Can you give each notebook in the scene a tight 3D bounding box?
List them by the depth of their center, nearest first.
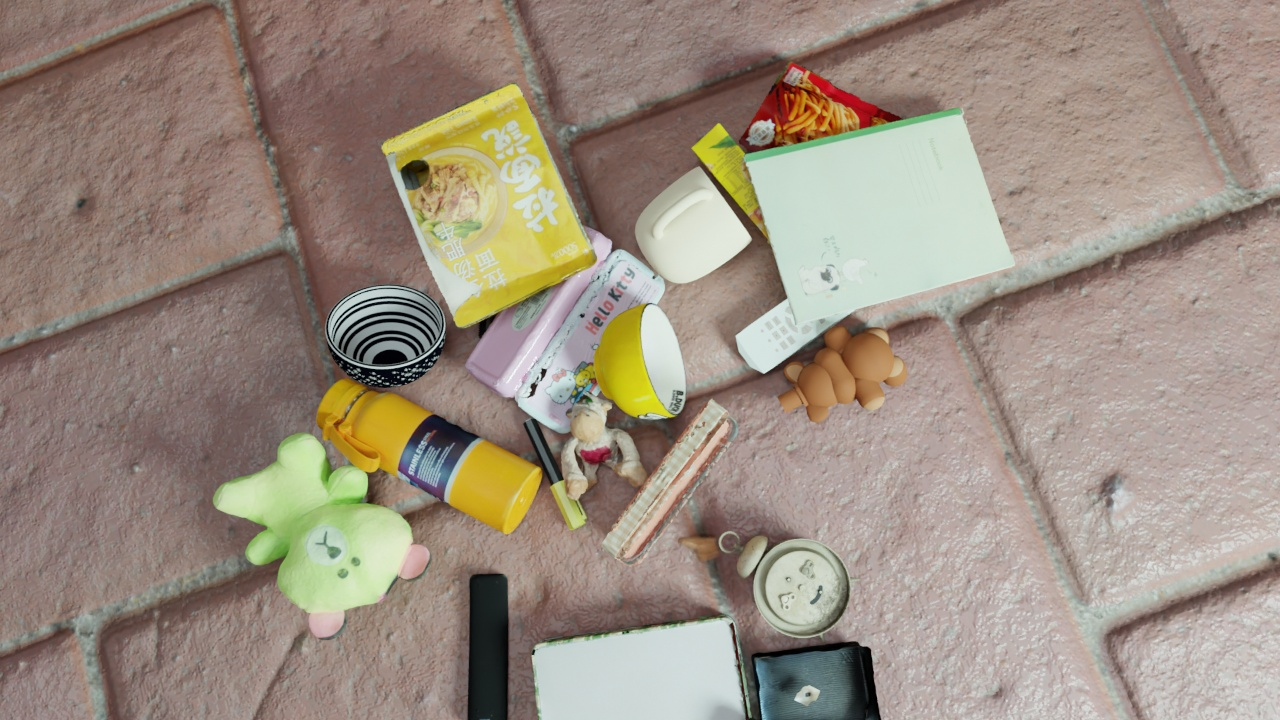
[{"bbox_3d":[0.245,-0.152,0.938,0.252,0.010,0.182,-15,83,-13],"label":"notebook"}]

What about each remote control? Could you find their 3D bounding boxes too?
[{"bbox_3d":[-0.155,0.294,0.931,0.041,0.020,0.151,-2,78,4],"label":"remote control"},{"bbox_3d":[0.167,-0.042,0.958,0.143,0.024,0.049,-35,79,0],"label":"remote control"}]

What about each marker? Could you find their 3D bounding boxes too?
[{"bbox_3d":[-0.090,0.117,0.958,0.021,0.017,0.123,-26,77,0],"label":"marker"}]

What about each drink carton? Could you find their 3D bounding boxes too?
[{"bbox_3d":[0.114,-0.181,0.969,0.043,0.058,0.134,-41,79,12],"label":"drink carton"}]

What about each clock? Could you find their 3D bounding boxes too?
[{"bbox_3d":[0.139,0.210,0.901,0.141,0.054,0.093,31,86,3],"label":"clock"}]

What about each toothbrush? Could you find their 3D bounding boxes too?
[{"bbox_3d":[-0.164,-0.104,1.008,0.013,0.013,0.167,1,80,14],"label":"toothbrush"}]

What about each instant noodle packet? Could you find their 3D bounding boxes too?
[{"bbox_3d":[-0.155,-0.159,0.963,0.163,0.084,0.221,-25,69,1],"label":"instant noodle packet"}]

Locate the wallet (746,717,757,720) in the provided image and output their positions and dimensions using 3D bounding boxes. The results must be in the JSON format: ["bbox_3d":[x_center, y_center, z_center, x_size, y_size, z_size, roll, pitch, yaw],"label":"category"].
[{"bbox_3d":[0.085,0.392,0.860,0.072,0.019,0.123,39,104,-18],"label":"wallet"}]

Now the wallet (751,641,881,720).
[{"bbox_3d":[0.170,0.323,0.889,0.115,0.026,0.089,-7,84,4],"label":"wallet"}]

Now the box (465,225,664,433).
[{"bbox_3d":[-0.080,-0.040,0.958,0.146,0.077,0.201,32,83,10],"label":"box"}]

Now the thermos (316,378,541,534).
[{"bbox_3d":[-0.221,0.093,0.937,0.233,0.091,0.076,26,93,9],"label":"thermos"}]

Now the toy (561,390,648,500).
[{"bbox_3d":[-0.041,0.081,0.929,0.085,0.074,0.106,-12,88,8],"label":"toy"}]

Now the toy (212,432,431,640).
[{"bbox_3d":[-0.320,0.175,0.931,0.150,0.107,0.197,-38,87,-8],"label":"toy"}]

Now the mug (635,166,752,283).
[{"bbox_3d":[0.044,-0.134,0.939,0.100,0.120,0.096,-36,73,9],"label":"mug"}]

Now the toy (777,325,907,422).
[{"bbox_3d":[0.202,0.018,0.933,0.128,0.065,0.095,-29,70,8],"label":"toy"}]

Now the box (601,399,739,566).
[{"bbox_3d":[0.030,0.124,0.919,0.041,0.082,0.187,37,87,20],"label":"box"}]

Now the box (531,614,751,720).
[{"bbox_3d":[0.001,0.318,0.897,0.205,0.051,0.117,-11,75,3],"label":"box"}]

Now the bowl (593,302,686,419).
[{"bbox_3d":[-0.005,0.005,0.925,0.068,0.117,0.117,-14,78,20],"label":"bowl"}]

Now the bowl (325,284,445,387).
[{"bbox_3d":[-0.266,-0.016,0.968,0.120,0.066,0.120,5,48,-5],"label":"bowl"}]

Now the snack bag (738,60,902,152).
[{"bbox_3d":[0.221,-0.225,0.983,0.208,0.067,0.138,32,78,1],"label":"snack bag"}]
